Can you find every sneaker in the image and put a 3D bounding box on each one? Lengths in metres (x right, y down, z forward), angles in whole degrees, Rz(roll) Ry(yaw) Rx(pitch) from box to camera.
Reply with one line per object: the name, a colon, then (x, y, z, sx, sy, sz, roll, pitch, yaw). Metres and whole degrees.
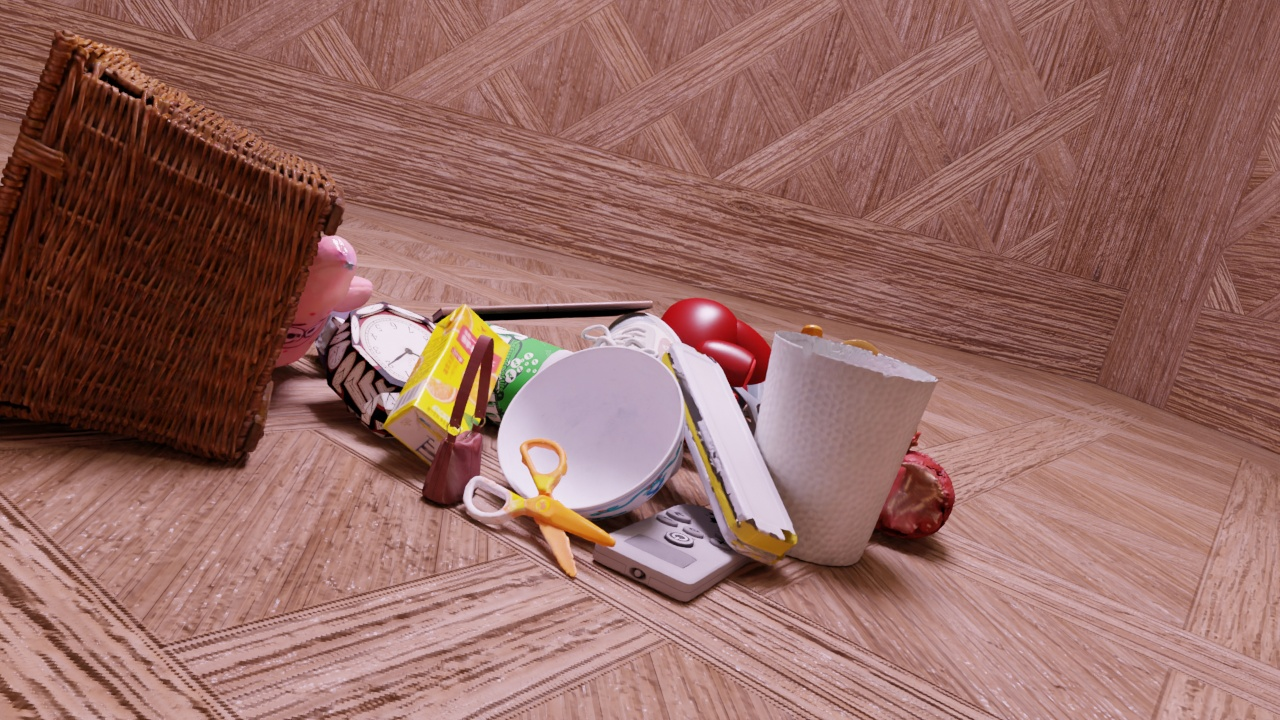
sneaker: (-0.005, 0.005, 0.851, 0.089, 0.091, 0.241, -15, 33, 7)

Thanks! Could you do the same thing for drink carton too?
drink carton: (-0.152, 0.019, 0.734, 0.058, 0.043, 0.134, 45, 32, -24)

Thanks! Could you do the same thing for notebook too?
notebook: (-0.108, -0.051, 0.963, 0.209, 0.008, 0.141, -3, 0, -16)

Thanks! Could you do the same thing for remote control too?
remote control: (0.034, 0.132, 0.660, 0.074, 0.019, 0.150, 20, 11, 26)

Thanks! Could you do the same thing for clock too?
clock: (-0.202, 0.026, 0.780, 0.114, 0.065, 0.154, 3, 44, -52)

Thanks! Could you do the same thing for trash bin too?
trash bin: (0.152, 0.071, 0.749, 0.133, 0.161, 0.133, 14, 10, -3)

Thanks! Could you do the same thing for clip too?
clip: (0.137, 0.034, 1.098, 0.127, 0.028, 0.167, 0, 52, -42)

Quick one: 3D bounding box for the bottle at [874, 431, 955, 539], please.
bottle: (0.239, 0.113, 0.843, 0.099, 0.099, 0.111, 18, 6, 20)

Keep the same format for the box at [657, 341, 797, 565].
box: (0.065, 0.065, 0.722, 0.064, 0.033, 0.209, 27, 28, -36)

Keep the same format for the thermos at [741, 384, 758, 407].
thermos: (0.076, 0.018, 1.185, 0.240, 0.073, 0.073, 15, 10, 1)

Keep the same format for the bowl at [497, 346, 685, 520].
bowl: (-0.028, 0.068, 0.699, 0.144, 0.143, 0.074, 21, -27, 33)

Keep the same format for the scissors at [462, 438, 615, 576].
scissors: (-0.073, 0.105, 0.616, 0.096, 0.012, 0.133, -24, 43, -9)

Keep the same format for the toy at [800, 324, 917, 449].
toy: (0.233, 0.054, 1.022, 0.162, 0.198, 0.203, -27, -7, 5)

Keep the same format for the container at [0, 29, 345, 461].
container: (-0.323, -0.062, 0.628, 0.183, 0.250, 0.162, 21, 7, -22)

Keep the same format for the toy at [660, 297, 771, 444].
toy: (0.041, 0.020, 0.976, 0.158, 0.121, 0.196, 11, 42, 27)

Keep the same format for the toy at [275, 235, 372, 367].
toy: (-0.313, -0.049, 0.800, 0.237, 0.097, 0.191, -20, 8, 41)

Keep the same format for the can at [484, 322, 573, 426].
can: (-0.127, 0.017, 0.862, 0.140, 0.088, 0.087, 19, 11, 22)

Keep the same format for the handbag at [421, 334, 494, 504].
handbag: (-0.123, 0.040, 0.650, 0.029, 0.120, 0.055, 17, 11, 14)

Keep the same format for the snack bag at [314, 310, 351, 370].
snack bag: (-0.227, -0.009, 0.945, 0.205, 0.058, 0.096, 8, 11, -30)
